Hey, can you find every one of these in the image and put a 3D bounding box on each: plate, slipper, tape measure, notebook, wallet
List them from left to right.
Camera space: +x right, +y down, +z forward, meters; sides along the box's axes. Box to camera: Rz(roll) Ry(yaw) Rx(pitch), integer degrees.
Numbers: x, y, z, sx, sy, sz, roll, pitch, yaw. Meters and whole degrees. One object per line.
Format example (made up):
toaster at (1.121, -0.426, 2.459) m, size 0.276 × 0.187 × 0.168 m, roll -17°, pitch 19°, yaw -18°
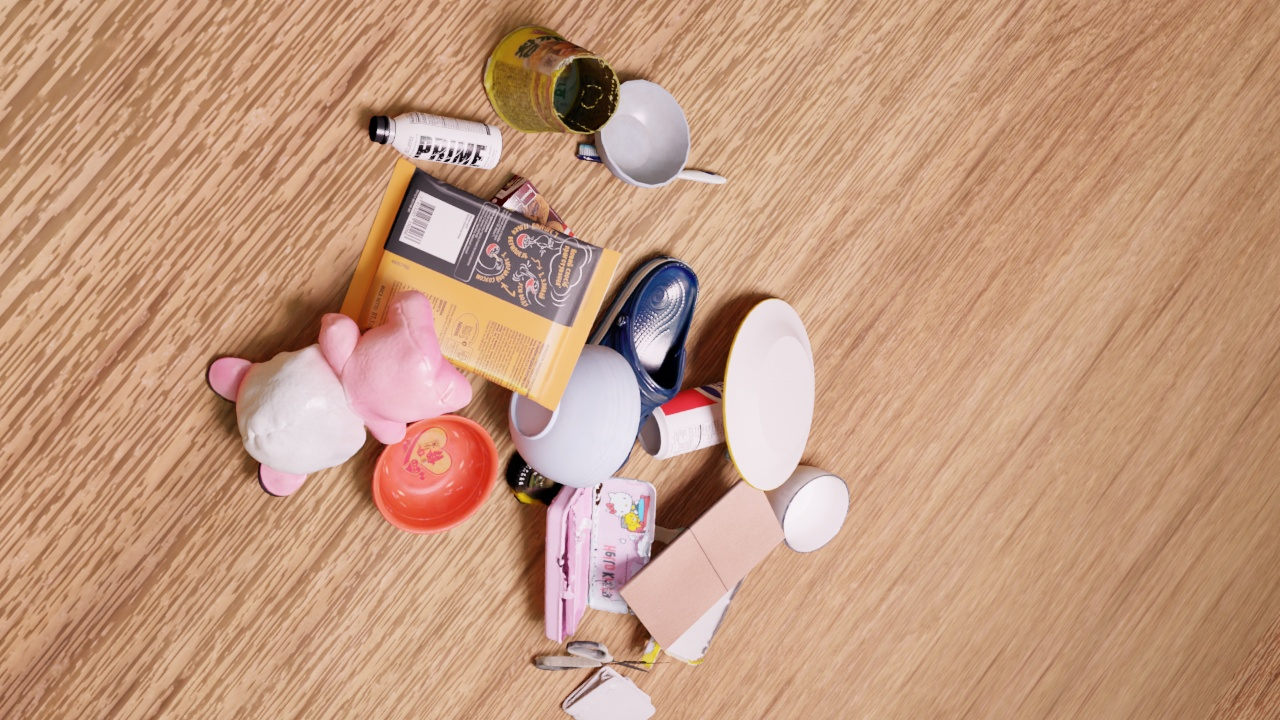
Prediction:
tape measure at (-0.112, 0.125, 1.002) m, size 0.062 × 0.038 × 0.067 m, roll 8°, pitch 105°, yaw -34°
wallet at (-0.041, 0.443, 1.183) m, size 0.086 × 0.032 × 0.116 m, roll -36°, pitch 127°, yaw -2°
slipper at (-0.006, 0.006, 0.986) m, size 0.105 × 0.095 × 0.252 m, roll 26°, pitch 88°, yaw -39°
notebook at (0.079, 0.241, 1.100) m, size 0.209 × 0.008 × 0.141 m, roll -40°, pitch 132°, yaw -13°
plate at (0.164, 0.041, 1.092) m, size 0.229 × 0.021 × 0.230 m, roll -4°, pitch 96°, yaw -54°

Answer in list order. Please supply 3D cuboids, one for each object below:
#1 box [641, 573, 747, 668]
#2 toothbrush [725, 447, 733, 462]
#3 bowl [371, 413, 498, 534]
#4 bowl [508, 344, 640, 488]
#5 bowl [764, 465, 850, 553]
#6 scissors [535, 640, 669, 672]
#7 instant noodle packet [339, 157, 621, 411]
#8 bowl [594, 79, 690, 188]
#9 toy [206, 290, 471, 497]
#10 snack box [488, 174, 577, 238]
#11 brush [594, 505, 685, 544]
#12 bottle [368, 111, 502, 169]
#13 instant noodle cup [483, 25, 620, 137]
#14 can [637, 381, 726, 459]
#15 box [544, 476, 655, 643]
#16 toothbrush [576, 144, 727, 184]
box at (0.078, 0.302, 1.157) m, size 0.080 × 0.084 × 0.210 m, roll 25°, pitch 104°, yaw 7°
toothbrush at (0.141, 0.044, 1.145) m, size 0.016 × 0.016 × 0.181 m, roll 10°, pitch 102°, yaw -34°
bowl at (-0.212, 0.108, 0.927) m, size 0.130 × 0.045 × 0.131 m, roll -12°, pitch 115°, yaw -28°
bowl at (-0.080, 0.050, 0.915) m, size 0.074 × 0.151 × 0.150 m, roll 16°, pitch 100°, yaw -47°
bowl at (0.214, 0.190, 1.218) m, size 0.116 × 0.066 × 0.116 m, roll -12°, pitch 115°, yaw -28°
scissors at (-0.050, 0.359, 1.100) m, size 0.169 × 0.012 × 0.157 m, roll -9°, pitch 148°, yaw 10°
instant noodle packet at (-0.150, -0.067, 0.849) m, size 0.221 × 0.032 × 0.160 m, roll 23°, pitch 97°, yaw -3°
bowl at (-0.004, -0.223, 0.921) m, size 0.106 × 0.039 × 0.106 m, roll 1°, pitch 88°, yaw -33°
toy at (-0.266, 0.030, 0.815) m, size 0.213 × 0.084 × 0.142 m, roll -19°, pitch 117°, yaw 4°
snack box at (-0.094, -0.115, 0.921) m, size 0.051 × 0.032 × 0.141 m, roll -47°, pitch 126°, yaw -8°
brush at (0.002, 0.206, 1.124) m, size 0.217 × 0.012 × 0.033 m, roll 24°, pitch 95°, yaw -36°
bottle at (-0.184, -0.200, 0.825) m, size 0.115 × 0.041 × 0.041 m, roll 1°, pitch 108°, yaw -33°
instant noodle cup at (-0.075, -0.248, 0.832) m, size 0.102 × 0.108 × 0.102 m, roll -14°, pitch 118°, yaw -29°
can at (0.065, 0.068, 1.072) m, size 0.131 × 0.070 × 0.070 m, roll -12°, pitch 115°, yaw -28°
box at (-0.044, 0.228, 1.030) m, size 0.100 × 0.103 × 0.202 m, roll -58°, pitch 156°, yaw -57°
toothbrush at (0.017, -0.205, 0.967) m, size 0.188 × 0.016 × 0.017 m, roll 3°, pitch 97°, yaw -33°
